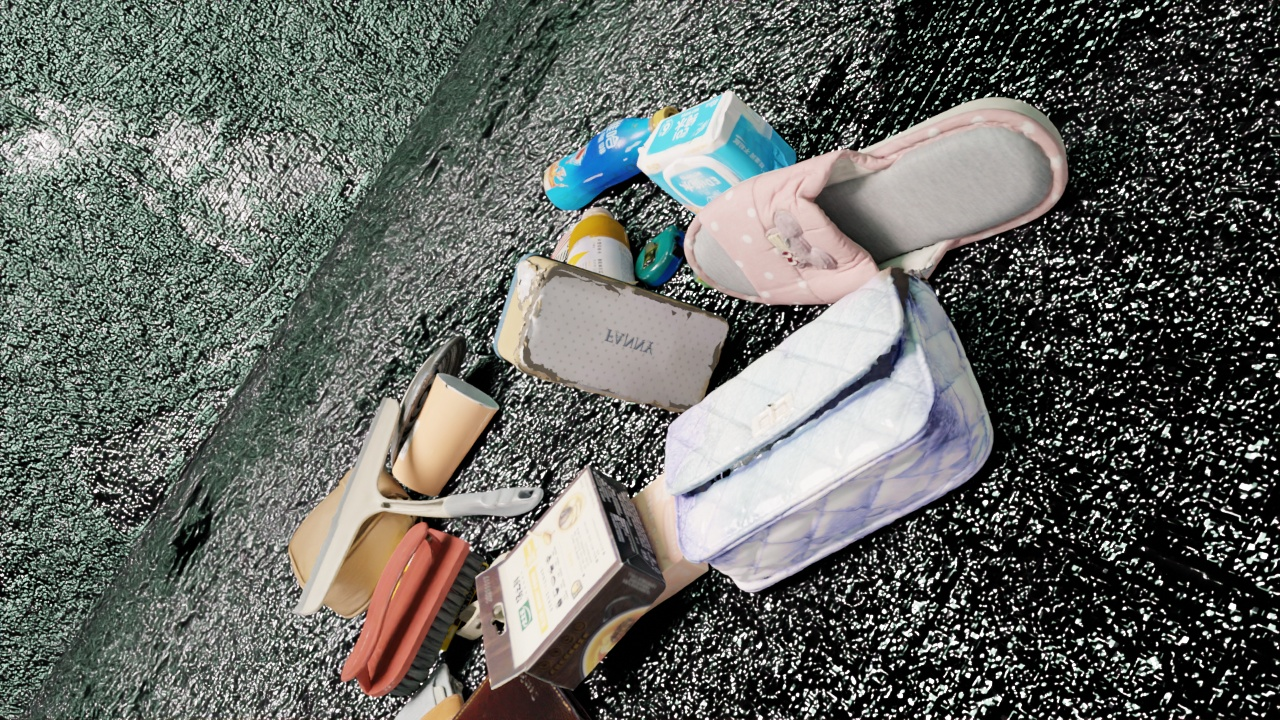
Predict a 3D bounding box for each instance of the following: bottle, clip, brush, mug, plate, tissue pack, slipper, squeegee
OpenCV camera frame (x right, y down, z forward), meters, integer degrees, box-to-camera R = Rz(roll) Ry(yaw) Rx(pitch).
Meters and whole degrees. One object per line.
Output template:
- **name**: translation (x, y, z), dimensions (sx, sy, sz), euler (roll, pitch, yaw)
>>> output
- **bottle**: translation (-0.041, -0.095, 0.933), dimensions (0.068, 0.068, 0.189), euler (-42, 30, 25)
- **clip**: translation (-0.120, 0.195, 0.781), dimensions (0.103, 0.035, 0.092), euler (-27, 42, 55)
- **brush**: translation (-0.199, 0.215, 0.785), dimensions (0.063, 0.069, 0.145), euler (5, 63, 46)
- **mug**: translation (-0.222, 0.085, 1.025), dimensions (0.123, 0.078, 0.078), euler (-59, 27, 2)
- **bottle**: translation (-0.032, -0.241, 1.085), dimensions (0.219, 0.065, 0.065), euler (-18, 45, 49)
- **plate**: translation (-0.256, 0.046, 1.086), dimensions (0.179, 0.024, 0.179), euler (-64, 1, 1)
- **tissue pack**: translation (0.066, -0.180, 0.831), dimensions (0.140, 0.090, 0.063), euler (-3, 57, 57)
- **slipper**: translation (0.135, -0.087, 0.599), dimensions (0.275, 0.114, 0.054), euler (-14, 35, 44)
- **squeegee**: translation (-0.192, 0.140, 0.899), dimensions (0.247, 0.039, 0.245), euler (-6, 53, 27)

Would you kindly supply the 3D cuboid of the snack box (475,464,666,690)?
- **snack box**: translation (-0.052, 0.153, 0.633), dimensions (0.126, 0.053, 0.113), euler (-50, 28, 13)

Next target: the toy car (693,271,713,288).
- **toy car**: translation (0.083, -0.091, 0.763), dimensions (0.091, 0.036, 0.043), euler (-29, 36, 43)

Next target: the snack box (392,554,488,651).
- **snack box**: translation (-0.205, 0.222, 0.889), dimensions (0.141, 0.033, 0.086), euler (-5, 55, 58)

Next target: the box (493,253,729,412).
- **box**: translation (-0.014, -0.017, 0.699), dimensions (0.060, 0.184, 0.090), euler (27, 98, 57)

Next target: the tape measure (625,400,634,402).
- **tape measure**: translation (-0.005, 0.004, 0.777), dimensions (0.058, 0.057, 0.039), euler (-31, 27, -3)

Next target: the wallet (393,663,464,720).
- **wallet**: translation (-0.174, 0.316, 0.729), dimensions (0.106, 0.037, 0.130), euler (-54, 27, 4)

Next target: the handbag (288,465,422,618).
- **handbag**: translation (-0.311, 0.199, 1.022), dimensions (0.147, 0.100, 0.205), euler (-52, 26, -10)

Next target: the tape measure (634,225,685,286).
- **tape measure**: translation (0.018, -0.100, 0.891), dimensions (0.058, 0.025, 0.054), euler (-38, 31, 33)

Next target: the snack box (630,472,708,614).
- **snack box**: translation (-0.017, 0.152, 0.667), dimensions (0.158, 0.026, 0.084), euler (-41, 31, 27)

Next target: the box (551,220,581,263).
- **box**: translation (-0.081, -0.097, 1.018), dimensions (0.071, 0.057, 0.164), euler (-54, 22, 43)

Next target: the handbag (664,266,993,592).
- **handbag**: translation (0.101, 0.041, 0.546), dimensions (0.194, 0.075, 0.134), euler (-38, 32, 29)

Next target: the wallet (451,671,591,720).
- **wallet**: translation (-0.095, 0.269, 0.643), dimensions (0.122, 0.020, 0.096), euler (-52, 51, 3)
